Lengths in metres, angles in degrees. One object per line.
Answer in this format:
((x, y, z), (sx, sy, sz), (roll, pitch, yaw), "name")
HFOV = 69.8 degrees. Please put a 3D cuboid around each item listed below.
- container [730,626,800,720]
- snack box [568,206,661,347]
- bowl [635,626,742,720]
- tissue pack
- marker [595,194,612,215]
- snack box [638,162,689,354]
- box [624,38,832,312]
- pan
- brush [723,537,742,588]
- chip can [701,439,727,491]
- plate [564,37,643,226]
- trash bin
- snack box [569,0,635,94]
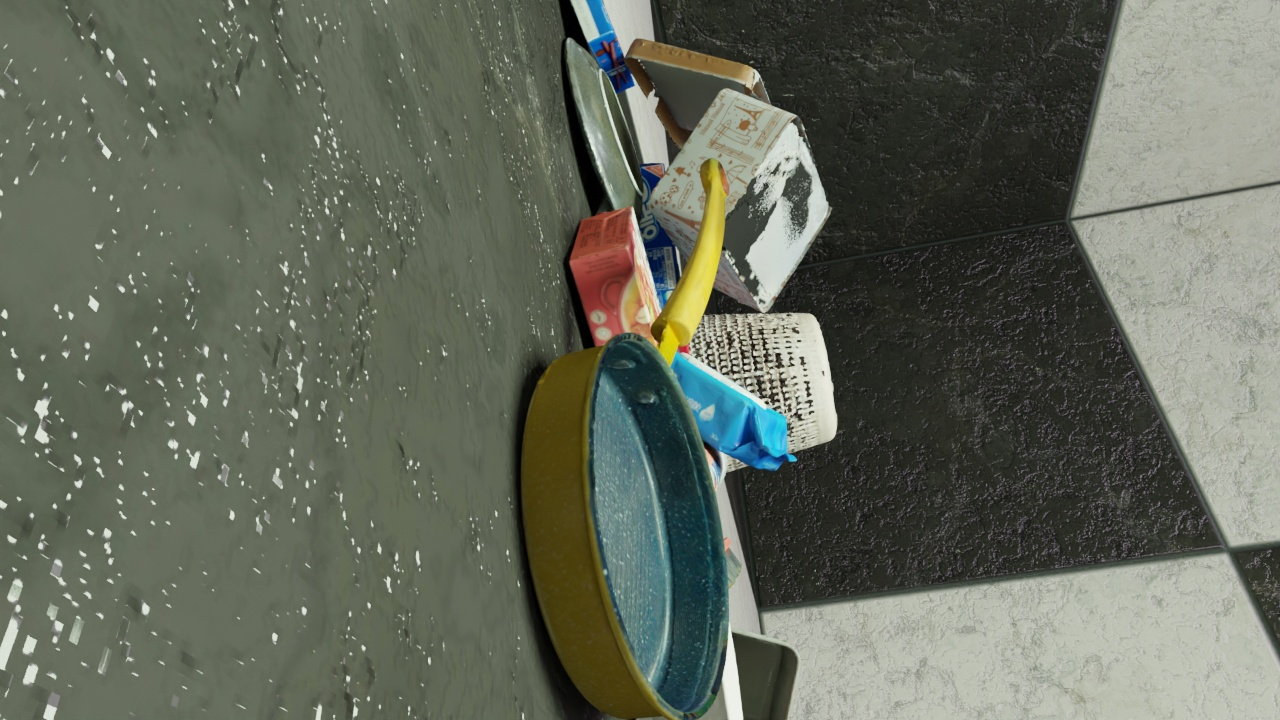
((0.076, 0.265, 0.754), (0.114, 0.090, 0.090), (65, 39, -77), "container")
((-0.010, -0.035, 0.665), (0.113, 0.044, 0.127), (-89, 164, -66), "snack box")
((0.028, 0.209, 0.597), (0.118, 0.065, 0.118), (-8, 89, -83), "bowl")
((0.062, 0.038, 0.776), (0.052, 0.157, 0.095), (-59, 152, 4), "tissue pack")
((-0.028, -0.139, 0.814), (0.145, 0.017, 0.017), (-83, 162, -67), "marker")
((0.009, -0.097, 0.889), (0.058, 0.057, 0.207), (74, 8, -59), "snack box")
((0.057, -0.176, 0.852), (0.157, 0.193, 0.183), (-58, 152, -6), "box")
((0.017, 0.018, 0.521), (0.198, 0.078, 0.356), (57, 27, -48), "pan")
((0.054, 0.195, 0.879), (0.069, 0.063, 0.146), (51, 4, 10), "brush")
((0.031, 0.094, 0.755), (0.214, 0.071, 0.071), (8, 73, -82), "chip can")
((-0.024, -0.194, 0.798), (0.179, 0.024, 0.179), (-15, 89, -79), "plate")
((0.121, 0.033, 1.072), (0.227, 0.192, 0.227), (-9, 89, -83), "trash bin")
((-0.040, -0.309, 0.844), (0.157, 0.026, 0.084), (-2, 71, -83), "snack box")
